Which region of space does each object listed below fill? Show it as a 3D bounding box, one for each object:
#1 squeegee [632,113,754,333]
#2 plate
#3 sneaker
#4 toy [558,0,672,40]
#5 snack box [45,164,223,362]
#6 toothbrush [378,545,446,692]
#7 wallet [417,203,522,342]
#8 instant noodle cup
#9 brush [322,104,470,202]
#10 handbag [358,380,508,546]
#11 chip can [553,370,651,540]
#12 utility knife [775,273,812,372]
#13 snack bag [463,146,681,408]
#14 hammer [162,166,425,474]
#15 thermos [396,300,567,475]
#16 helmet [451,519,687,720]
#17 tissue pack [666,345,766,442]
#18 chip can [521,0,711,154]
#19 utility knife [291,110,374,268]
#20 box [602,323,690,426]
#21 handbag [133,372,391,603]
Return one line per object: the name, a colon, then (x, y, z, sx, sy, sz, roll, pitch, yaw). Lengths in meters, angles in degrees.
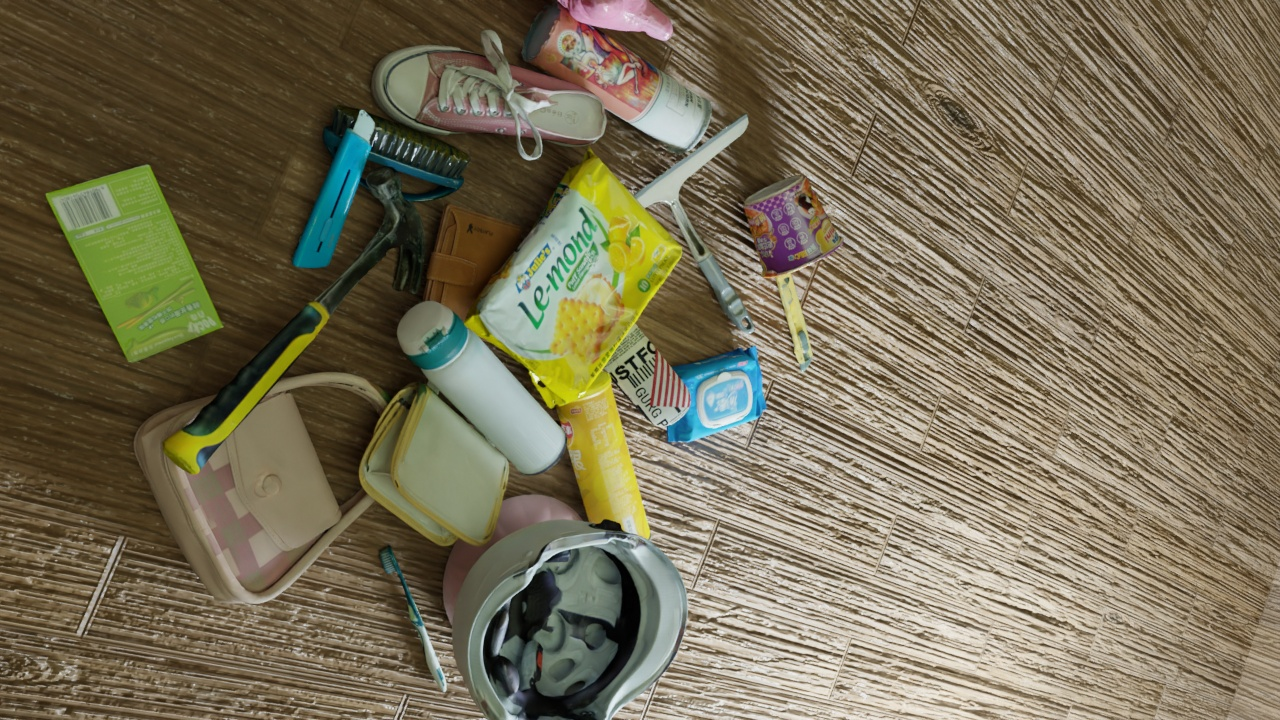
squeegee: (0.078, -0.131, 1.125, 0.246, 0.039, 0.246, -37, 119, -6)
plate: (-0.130, 0.252, 1.057, 0.192, 0.039, 0.192, -6, 101, -31)
sneaker: (-0.143, -0.263, 0.916, 0.240, 0.088, 0.118, 7, 95, -19)
toy: (-0.067, -0.396, 0.924, 0.178, 0.194, 0.075, -1, 136, -50)
snack box: (-0.442, -0.085, 0.809, 0.085, 0.026, 0.156, -27, 111, -26)
toothbrush: (-0.247, 0.286, 1.003, 0.018, 0.016, 0.192, -21, 109, -18)
wallet: (-0.184, -0.090, 0.961, 0.119, 0.035, 0.130, 11, 93, -52)
instant noodle cup: (0.186, -0.172, 1.151, 0.111, 0.112, 0.099, -33, 107, -24)
brush: (-0.242, -0.196, 0.903, 0.143, 0.055, 0.074, 14, 111, -33)
handbag: (-0.204, 0.089, 0.962, 0.163, 0.063, 0.178, 51, 43, -44)
chip can: (-0.044, 0.121, 1.070, 0.072, 0.072, 0.213, -24, 110, -27)
utility knife: (0.207, -0.056, 1.237, 0.030, 0.018, 0.152, -32, 109, -31)
snack bag: (-0.072, -0.086, 0.989, 0.158, 0.068, 0.246, 43, 73, -29)
hammer: (-0.303, -0.029, 0.837, 0.322, 0.032, 0.126, -57, 151, -30)
thermos: (-0.161, 0.029, 0.937, 0.073, 0.073, 0.224, -50, 131, -16)
helmet: (-0.090, 0.270, 0.975, 0.258, 0.146, 0.229, -2, 101, -40)
tissue pack: (0.097, 0.042, 1.158, 0.156, 0.052, 0.095, -16, 106, -29)
chip can: (-0.024, -0.308, 1.012, 0.214, 0.071, 0.071, 23, 85, -32)
utility knife: (-0.285, -0.158, 0.863, 0.034, 0.018, 0.166, 15, 115, -34)
box: (-0.004, 0.006, 1.067, 0.164, 0.065, 0.074, 47, 59, -10)
handbag: (-0.336, 0.102, 0.886, 0.233, 0.093, 0.193, -30, 113, -38)
